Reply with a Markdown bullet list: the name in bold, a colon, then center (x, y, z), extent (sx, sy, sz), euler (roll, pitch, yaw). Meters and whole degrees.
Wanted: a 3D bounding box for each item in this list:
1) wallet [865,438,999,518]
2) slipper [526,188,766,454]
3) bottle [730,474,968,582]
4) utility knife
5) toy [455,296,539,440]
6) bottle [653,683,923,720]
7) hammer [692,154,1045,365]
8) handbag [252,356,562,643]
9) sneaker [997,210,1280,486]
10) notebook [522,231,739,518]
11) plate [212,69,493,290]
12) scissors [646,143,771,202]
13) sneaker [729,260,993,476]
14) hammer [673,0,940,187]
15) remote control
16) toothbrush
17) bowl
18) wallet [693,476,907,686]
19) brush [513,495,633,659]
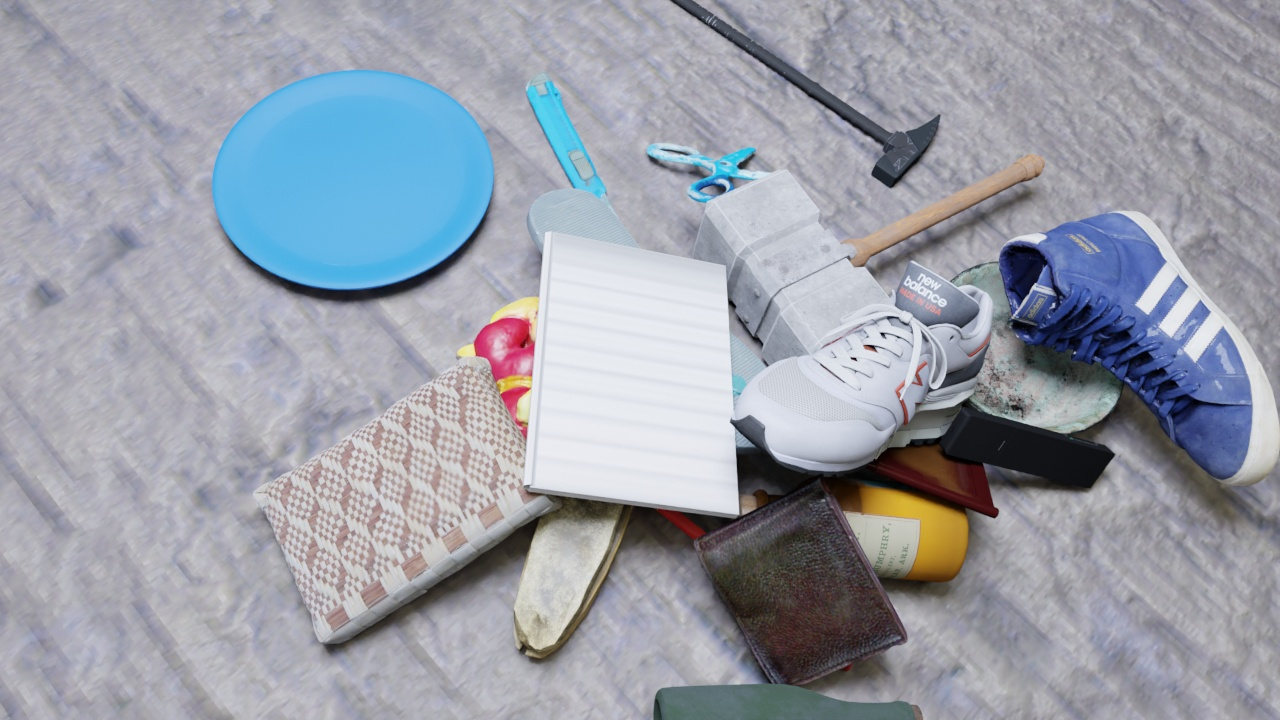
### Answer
- **wallet**: center (0.207, 0.069, 0.668), extent (0.091, 0.018, 0.115), euler (21, 21, 4)
- **slipper**: center (0.000, -0.021, 0.701), extent (0.098, 0.055, 0.269), euler (-31, 73, -37)
- **bottle**: center (0.144, 0.116, 0.649), extent (0.157, 0.068, 0.067), euler (6, 63, -4)
- **utility knife**: center (-0.052, -0.172, 0.804), extent (0.031, 0.015, 0.221), euler (-23, 69, -12)
- **toy**: center (-0.085, 0.008, 0.684), extent (0.105, 0.067, 0.137), euler (12, 56, -5)
- **bottle**: center (0.097, 0.236, 0.592), extent (0.174, 0.055, 0.055), euler (0, 63, -8)
- **hammer**: center (0.220, -0.109, 0.763), extent (0.317, 0.083, 0.162), euler (-26, 69, -18)
- **handbag**: center (-0.157, 0.092, 0.620), extent (0.186, 0.047, 0.124), euler (-33, 69, 1)
- **sneaker**: center (0.354, -0.012, 0.678), extent (0.118, 0.092, 0.232), euler (-6, 63, -14)
- **notebook**: center (-0.004, 0.004, 0.644), extent (0.142, 0.009, 0.209), euler (9, 56, -13)
- **plate**: center (-0.236, -0.150, 0.765), extent (0.224, 0.024, 0.224), euler (3, 63, -5)
- **scissors**: center (0.062, -0.162, 0.783), extent (0.134, 0.011, 0.139), euler (15, 34, 13)
- **sneaker**: center (0.163, -0.005, 0.614), extent (0.239, 0.124, 0.089), euler (-4, 35, -46)
- **hammer**: center (0.137, -0.288, 0.884), extent (0.325, 0.015, 0.094), euler (39, 66, 13)
- **remote control**: center (0.289, 0.066, 0.682), extent (0.150, 0.034, 0.013), euler (14, 26, -23)
- **toothbrush**: center (0.064, 0.149, 0.655), extent (0.212, 0.012, 0.017), euler (37, 65, 12)
- **bowl**: center (0.307, -0.005, 0.745), extent (0.157, 0.039, 0.157), euler (3, 63, -5)
- **wallet**: center (0.106, 0.150, 0.609), extent (0.099, 0.031, 0.120), euler (-30, 90, 18)
- **brush**: center (-0.040, 0.110, 0.638), extent (0.059, 0.043, 0.195), euler (20, 70, 7)
